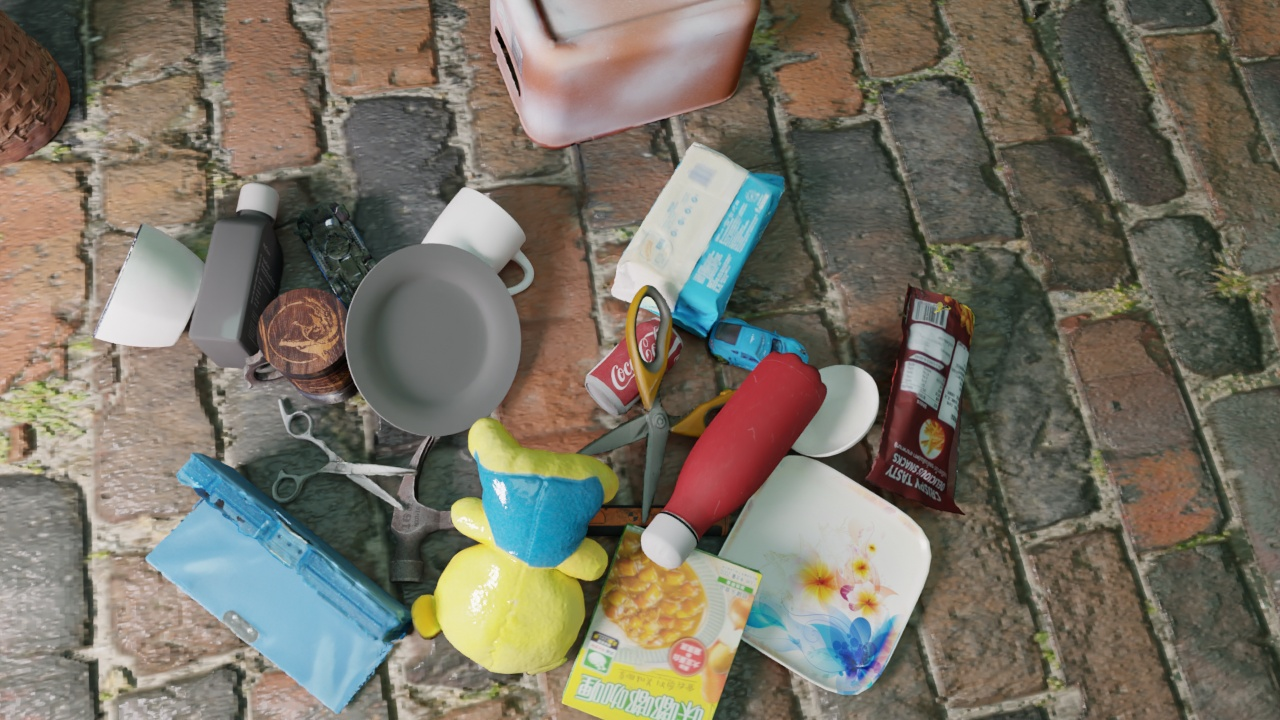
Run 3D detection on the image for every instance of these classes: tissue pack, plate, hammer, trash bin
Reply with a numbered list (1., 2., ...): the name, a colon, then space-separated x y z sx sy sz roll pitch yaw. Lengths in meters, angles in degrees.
1. tissue pack: 0.063 -0.131 0.951 0.117 0.066 0.209 27 70 4
2. plate: -0.190 -0.019 0.853 0.178 0.012 0.178 0 91 -40
3. hammer: -0.072 0.138 0.865 0.314 0.035 0.137 1 72 -7
4. plate: 0.170 0.202 0.875 0.187 0.016 0.186 31 73 1
5. trash bin: -0.018 -0.365 0.970 0.259 0.158 0.181 -18 75 -12
6. trash bin: -0.657 -0.297 0.849 0.151 0.210 0.151 2 71 -6
7. plate: 0.189 0.054 0.903 0.104 0.026 0.104 -24 43 24

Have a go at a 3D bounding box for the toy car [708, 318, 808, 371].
1. toy car: 0.122 -0.012 0.936 0.105 0.032 0.048 21 70 -1

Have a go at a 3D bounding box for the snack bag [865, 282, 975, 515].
1. snack bag: 0.286 0.040 0.905 0.138 0.067 0.207 27 64 -36

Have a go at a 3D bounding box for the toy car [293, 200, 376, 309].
1. toy car: -0.297 -0.101 0.912 0.056 0.044 0.120 -30 79 -15

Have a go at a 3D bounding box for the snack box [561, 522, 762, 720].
1. snack box: 0.020 0.247 0.825 0.132 0.027 0.168 20 84 1

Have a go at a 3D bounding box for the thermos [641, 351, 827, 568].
1. thermos: 0.083 0.092 0.842 0.073 0.073 0.239 39 62 7

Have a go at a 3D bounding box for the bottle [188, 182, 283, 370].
1. bottle: -0.379 -0.086 0.878 0.046 0.084 0.173 4 71 -5

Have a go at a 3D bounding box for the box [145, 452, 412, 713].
1. box: -0.320 0.195 0.790 0.231 0.094 0.112 36 74 5

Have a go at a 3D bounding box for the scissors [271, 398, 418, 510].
1. scissors: -0.280 0.086 0.853 0.141 0.014 0.147 -18 71 5

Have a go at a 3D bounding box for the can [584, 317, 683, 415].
1. can: -0.005 0.005 0.904 0.054 0.054 0.096 43 73 8

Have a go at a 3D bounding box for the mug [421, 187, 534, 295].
1. mug: -0.161 -0.101 0.917 0.114 0.081 0.087 42 75 -25

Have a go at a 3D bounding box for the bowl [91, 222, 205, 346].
1. bowl: -0.451 -0.063 0.852 0.065 0.117 0.116 24 68 -30

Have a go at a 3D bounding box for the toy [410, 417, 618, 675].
1. toy: -0.105 0.171 0.785 0.149 0.084 0.214 18 96 -1

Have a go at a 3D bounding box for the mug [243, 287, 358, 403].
1. mug: -0.315 -0.005 0.845 0.115 0.107 0.080 -14 74 -11

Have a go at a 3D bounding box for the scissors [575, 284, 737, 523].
1. scissors: 0.024 0.035 0.870 0.224 0.016 0.229 -16 92 -31
